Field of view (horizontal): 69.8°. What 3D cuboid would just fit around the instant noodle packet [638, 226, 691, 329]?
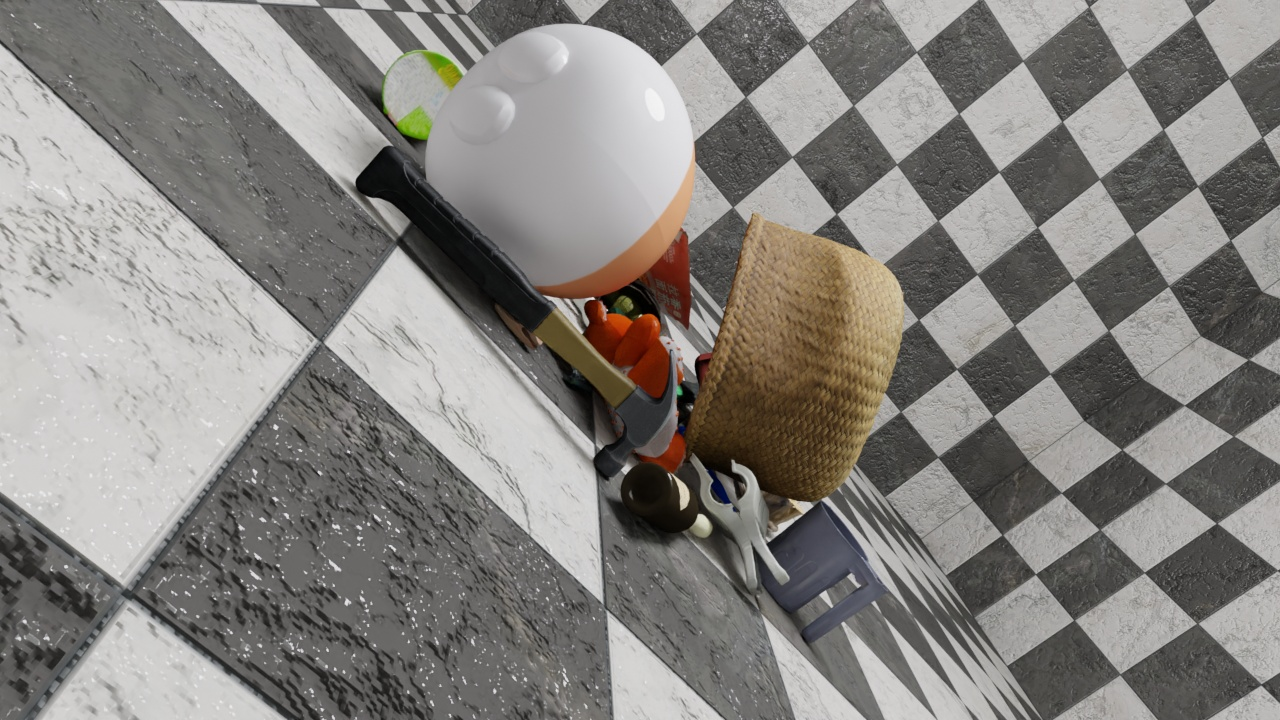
[{"bbox_3d":[0.010,-0.159,1.335,0.221,0.083,0.165,41,-35,41],"label":"instant noodle packet"}]

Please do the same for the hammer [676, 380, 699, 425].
[{"bbox_3d":[0.048,0.039,1.284,0.130,0.032,0.318,52,10,13],"label":"hammer"}]

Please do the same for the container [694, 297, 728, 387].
[{"bbox_3d":[0.152,0.024,1.289,0.127,0.148,0.200,63,26,-46],"label":"container"}]

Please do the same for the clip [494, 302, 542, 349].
[{"bbox_3d":[-0.107,-0.042,0.869,0.061,0.041,0.024,47,11,12],"label":"clip"}]

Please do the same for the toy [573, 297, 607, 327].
[{"bbox_3d":[-0.051,-0.051,1.155,0.122,0.038,0.079,54,-2,19],"label":"toy"}]

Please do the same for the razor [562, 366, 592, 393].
[{"bbox_3d":[-0.090,-0.028,0.943,0.144,0.022,0.042,56,10,27],"label":"razor"}]

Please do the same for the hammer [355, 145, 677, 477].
[{"bbox_3d":[-0.102,-0.053,0.782,0.333,0.118,0.025,44,9,-5],"label":"hammer"}]

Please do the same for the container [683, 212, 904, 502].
[{"bbox_3d":[0.171,0.008,1.052,0.196,0.307,0.306,19,9,4],"label":"container"}]

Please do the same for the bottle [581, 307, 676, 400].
[{"bbox_3d":[-0.006,0.006,1.071,0.131,0.061,0.061,47,8,-18],"label":"bottle"}]

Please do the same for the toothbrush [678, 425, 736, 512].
[{"bbox_3d":[0.088,0.146,1.111,0.018,0.016,0.182,29,23,-50],"label":"toothbrush"}]

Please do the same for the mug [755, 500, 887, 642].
[{"bbox_3d":[0.196,0.234,1.014,0.084,0.104,0.124,38,16,-51],"label":"mug"}]

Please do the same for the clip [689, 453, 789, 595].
[{"bbox_3d":[0.114,0.161,0.944,0.152,0.096,0.126,52,-2,27],"label":"clip"}]

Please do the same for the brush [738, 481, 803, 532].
[{"bbox_3d":[0.177,0.168,1.307,0.083,0.057,0.271,49,10,-5],"label":"brush"}]

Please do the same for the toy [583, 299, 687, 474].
[{"bbox_3d":[-0.005,0.017,0.942,0.172,0.092,0.164,-125,-160,-45],"label":"toy"}]

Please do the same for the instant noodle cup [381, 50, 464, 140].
[{"bbox_3d":[-0.247,-0.308,1.084,0.099,0.099,0.108,48,3,-12],"label":"instant noodle cup"}]

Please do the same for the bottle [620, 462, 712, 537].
[{"bbox_3d":[0.034,0.136,0.833,0.045,0.045,0.184,56,4,28],"label":"bottle"}]

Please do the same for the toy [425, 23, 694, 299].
[{"bbox_3d":[-0.074,-0.190,0.929,0.266,0.262,0.281,34,-10,33],"label":"toy"}]

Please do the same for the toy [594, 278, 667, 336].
[{"bbox_3d":[-0.015,-0.074,1.274,0.179,0.078,0.152,46,10,-11],"label":"toy"}]
